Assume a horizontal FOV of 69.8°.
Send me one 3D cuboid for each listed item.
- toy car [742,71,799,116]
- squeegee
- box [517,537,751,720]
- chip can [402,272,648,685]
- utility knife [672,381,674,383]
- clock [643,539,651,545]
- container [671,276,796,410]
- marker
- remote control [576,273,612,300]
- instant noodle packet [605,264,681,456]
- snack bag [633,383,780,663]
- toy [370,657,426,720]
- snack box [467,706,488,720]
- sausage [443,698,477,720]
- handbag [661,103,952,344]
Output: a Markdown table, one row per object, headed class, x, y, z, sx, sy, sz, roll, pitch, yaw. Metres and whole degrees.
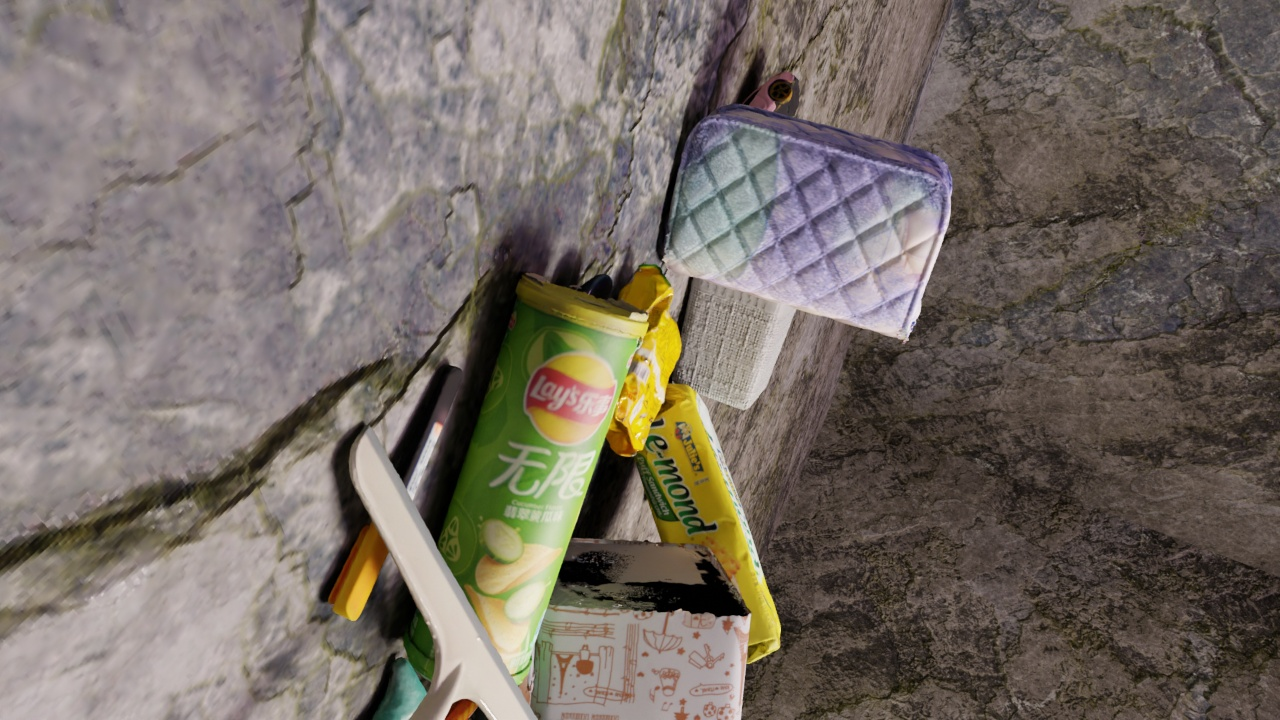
| class | x | y | z | sx | sy | sz | roll | pitch | yaw |
| --- | --- | --- | --- | --- | --- | --- | --- | --- | --- |
| toy car | 0.091 | -0.186 | 0.759 | 0.122 | 0.037 | 0.056 | -53 | 158 | -10 |
| squeegee | -0.140 | 0.197 | 0.371 | 0.245 | 0.039 | 0.247 | -43 | 127 | -34 |
| box | -0.020 | 0.226 | 0.609 | 0.182 | 0.153 | 0.178 | -150 | -117 | -85 |
| chip can | -0.063 | 0.068 | 0.489 | 0.072 | 0.072 | 0.221 | -6 | 115 | -73 |
| utility knife | 0.026 | 0.073 | 0.913 | 0.029 | 0.013 | 0.208 | -51 | 153 | -55 |
| clock | -0.020 | 0.212 | 0.781 | 0.117 | 0.060 | 0.158 | -41 | 173 | -5 |
| container | 0.088 | -0.026 | 0.847 | 0.090 | 0.090 | 0.114 | -36 | 144 | -63 |
| marker | -0.111 | 0.058 | 0.424 | 0.018 | 0.015 | 0.123 | 68 | 43 | -70 |
| remote control | -0.049 | 0.010 | 0.551 | 0.053 | 0.024 | 0.136 | -20 | 131 | -72 |
| instant noodle packet | -0.004 | 0.004 | 0.663 | 0.128 | 0.044 | 0.110 | 78 | 29 | -70 |
| snack bag | 0.053 | 0.137 | 0.779 | 0.158 | 0.068 | 0.246 | 45 | 26 | -78 |
| toy | -0.142 | 0.223 | 0.492 | 0.091 | 0.030 | 0.096 | -45 | 132 | -50 |
| snack box | -0.113 | 0.301 | 0.679 | 0.113 | 0.053 | 0.125 | -66 | 159 | -10 |
| sausage | -0.132 | 0.237 | 0.568 | 0.164 | 0.021 | 0.021 | -40 | 147 | -61 |
| handbag | 0.121 | -0.102 | 0.666 | 0.075 | 0.194 | 0.134 | -48 | 155 | -58 |
